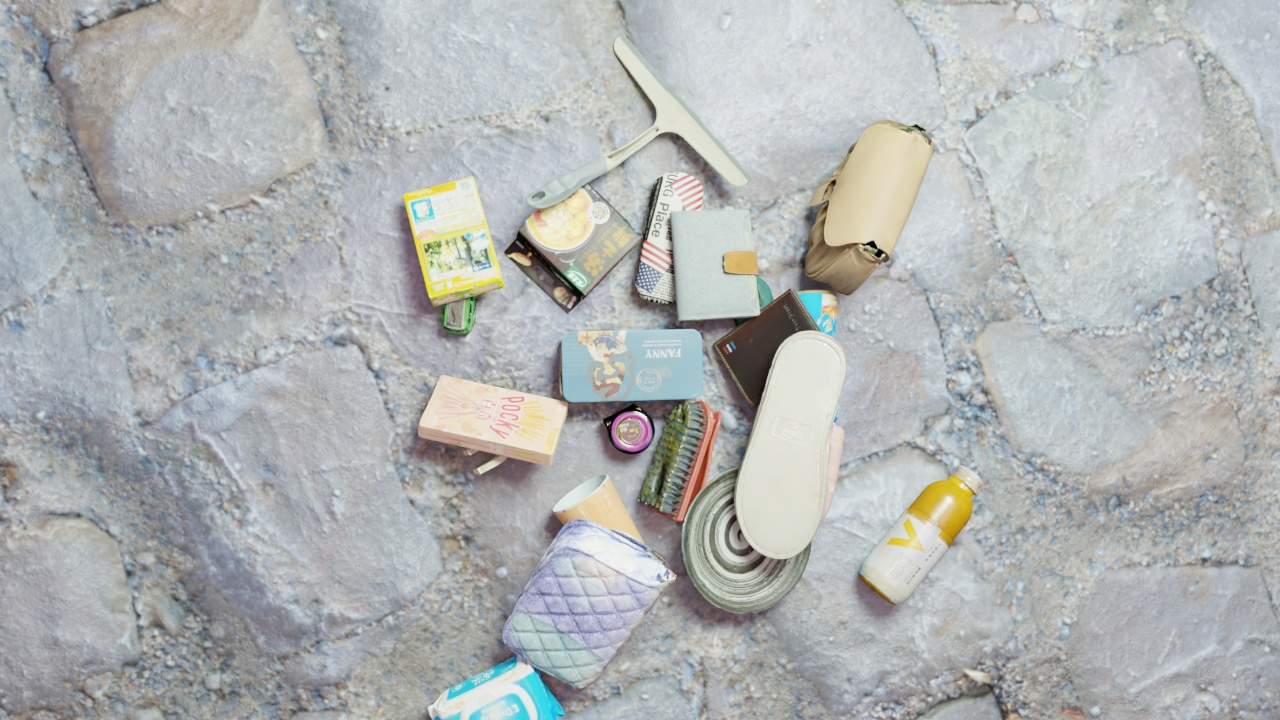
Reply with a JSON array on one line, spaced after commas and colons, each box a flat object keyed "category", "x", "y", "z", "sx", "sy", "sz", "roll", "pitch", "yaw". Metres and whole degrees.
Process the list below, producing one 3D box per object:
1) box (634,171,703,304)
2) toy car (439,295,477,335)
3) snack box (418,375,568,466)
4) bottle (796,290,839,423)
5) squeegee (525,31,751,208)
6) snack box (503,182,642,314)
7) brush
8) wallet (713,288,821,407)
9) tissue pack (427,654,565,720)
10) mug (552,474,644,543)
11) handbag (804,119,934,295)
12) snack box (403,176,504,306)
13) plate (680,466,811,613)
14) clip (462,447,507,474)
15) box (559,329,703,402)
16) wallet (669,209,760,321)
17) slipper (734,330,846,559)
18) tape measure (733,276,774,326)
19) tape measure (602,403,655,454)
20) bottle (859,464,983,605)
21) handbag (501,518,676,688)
[{"category": "box", "x": 0.033, "y": -0.149, "z": 1.121, "sx": 0.071, "sy": 0.057, "sz": 0.164, "roll": 13, "pitch": 86, "yaw": 9}, {"category": "toy car", "x": -0.216, "y": -0.076, "z": 1.095, "sx": 0.043, "sy": 0.036, "sz": 0.091, "roll": 5, "pitch": 85, "yaw": -4}, {"category": "snack box", "x": -0.169, "y": 0.069, "z": 1.068, "sx": 0.157, "sy": 0.026, "sz": 0.084, "roll": 12, "pitch": 44, "yaw": 1}, {"category": "bottle", "x": 0.209, "y": 0.025, "z": 1.121, "sx": 0.065, "sy": 0.065, "sz": 0.218, "roll": -1, "pitch": 90, "yaw": -6}, {"category": "squeegee", "x": -0.038, "y": -0.238, "z": 1.084, "sx": 0.246, "sy": 0.039, "sz": 0.246, "roll": -37, "pitch": 81, "yaw": -22}, {"category": "snack box", "x": -0.081, "y": -0.141, "z": 1.105, "sx": 0.113, "sy": 0.053, "sz": 0.125, "roll": 43, "pitch": 80, "yaw": -4}, {"category": "brush", "x": 0.055, "y": 0.119, "z": 1.110, "sx": 0.069, "sy": 0.063, "sz": 0.145, "roll": 22, "pitch": 86, "yaw": -36}, {"category": "wallet", "x": 0.159, "y": -0.014, "z": 1.102, "sx": 0.122, "sy": 0.020, "sz": 0.096, "roll": -37, "pitch": 73, "yaw": 23}, {"category": "tissue pack", "x": -0.168, "y": 0.414, "z": 1.078, "sx": 0.140, "sy": 0.063, "sz": 0.090, "roll": -26, "pitch": 92, "yaw": -6}, {"category": "mug", "x": -0.040, "y": 0.207, "z": 1.091, "sx": 0.078, "sy": 0.078, "sz": 0.123, "roll": -32, "pitch": 98, "yaw": -5}, {"category": "handbag", "x": 0.263, "y": -0.185, "z": 1.085, "sx": 0.100, "sy": 0.148, "sz": 0.204, "roll": 25, "pitch": 77, "yaw": -7}, {"category": "snack box", "x": -0.219, "y": -0.140, "z": 1.077, "sx": 0.087, "sy": 0.034, "sz": 0.140, "roll": -16, "pitch": 72, "yaw": -6}, {"category": "plate", "x": 0.128, "y": 0.215, "z": 1.117, "sx": 0.179, "sy": 0.024, "sz": 0.179, "roll": 0, "pitch": 89, "yaw": -20}, {"category": "clip", "x": -0.162, "y": 0.100, "z": 1.082, "sx": 0.103, "sy": 0.092, "sz": 0.035, "roll": -27, "pitch": 91, "yaw": 5}, {"category": "box", "x": -0.007, "y": 0.006, "z": 1.103, "sx": 0.184, "sy": 0.060, "sz": 0.090, "roll": -4, "pitch": 90, "yaw": -4}, {"category": "wallet", "x": 0.091, "y": -0.113, "z": 1.090, "sx": 0.106, "sy": 0.037, "sz": 0.129, "roll": -4, "pitch": 90, "yaw": -16}, {"category": "slipper", "x": 0.179, "y": 0.099, "z": 1.076, "sx": 0.114, "sy": 0.054, "sz": 0.274, "roll": 11, "pitch": 100, "yaw": 12}, {"category": "tape measure", "x": 0.135, "y": -0.077, "z": 1.134, "sx": 0.058, "sy": 0.025, "sz": 0.054, "roll": -23, "pitch": 93, "yaw": -6}, {"category": "tape measure", "x": -0.011, "y": 0.085, "z": 1.111, "sx": 0.057, "sy": 0.039, "sz": 0.058, "roll": -30, "pitch": 87, "yaw": -5}, {"category": "bottle", "x": 0.349, "y": 0.212, "z": 1.130, "sx": 0.068, "sy": 0.068, "sz": 0.189, "roll": 41, "pitch": 86, "yaw": -4}, {"category": "handbag", "x": -0.064, "y": 0.275, "z": 1.047, "sx": 0.134, "sy": 0.075, "sz": 0.194, "roll": 31, "pitch": 118, "yaw": -5}]
